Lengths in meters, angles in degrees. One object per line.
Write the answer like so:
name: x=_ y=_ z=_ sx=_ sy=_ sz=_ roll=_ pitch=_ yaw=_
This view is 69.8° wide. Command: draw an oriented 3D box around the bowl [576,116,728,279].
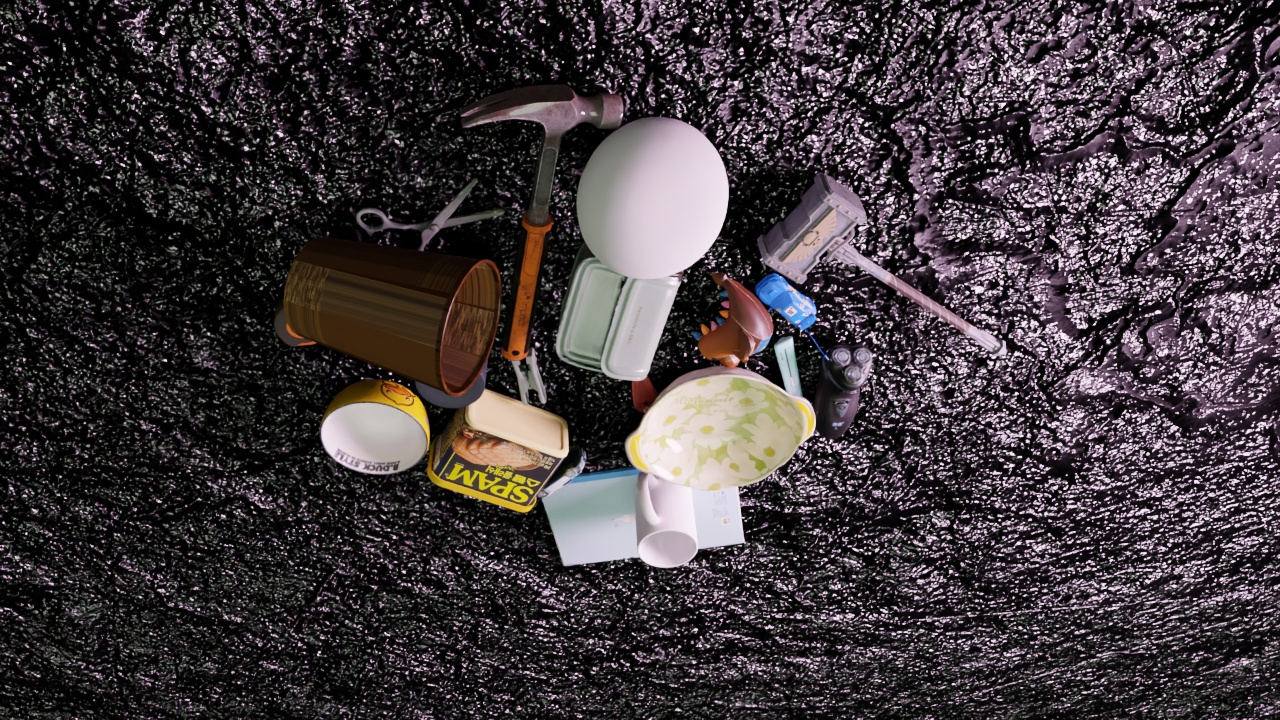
bowl: x=0.020 y=-0.141 z=0.828 sx=0.149 sy=0.043 sz=0.150 roll=-9 pitch=114 yaw=-20

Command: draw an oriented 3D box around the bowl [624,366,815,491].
bowl: x=0.089 y=0.069 z=1.066 sx=0.219 sy=0.060 sz=0.189 roll=-13 pitch=131 yaw=7

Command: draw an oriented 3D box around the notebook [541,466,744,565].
notebook: x=0.005 y=0.201 z=1.212 sx=0.253 sy=0.009 sz=0.181 roll=-8 pitch=131 yaw=3

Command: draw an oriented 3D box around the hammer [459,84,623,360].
hammer: x=-0.116 y=-0.119 z=0.891 sx=0.137 sy=0.035 sz=0.315 roll=-1 pitch=135 yaw=-18

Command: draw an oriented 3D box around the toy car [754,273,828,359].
toy car: x=0.163 y=-0.044 z=0.967 sx=0.092 sy=0.061 sz=0.033 roll=33 pitch=122 yaw=-29

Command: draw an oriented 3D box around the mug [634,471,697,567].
mug: x=0.023 y=0.186 z=1.132 sx=0.074 sy=0.090 sz=0.110 roll=-20 pitch=129 yaw=13

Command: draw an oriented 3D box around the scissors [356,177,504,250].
scissors: x=-0.207 y=-0.120 z=0.908 sx=0.141 sy=0.014 sz=0.158 roll=4 pitch=134 yaw=-7

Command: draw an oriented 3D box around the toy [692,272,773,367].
toy: x=0.090 y=-0.042 z=0.984 sx=0.090 sy=0.070 sz=0.103 roll=-28 pitch=104 yaw=39

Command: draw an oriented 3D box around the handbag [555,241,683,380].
handbag: x=-0.025 y=-0.051 z=0.920 sx=0.106 sy=0.067 sz=0.122 roll=16 pitch=113 yaw=-6

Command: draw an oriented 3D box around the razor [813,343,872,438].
razor: x=0.229 y=0.041 z=1.046 sx=0.053 sy=0.063 sz=0.141 roll=-1 pitch=131 yaw=-2

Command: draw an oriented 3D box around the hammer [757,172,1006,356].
hammer: x=0.276 y=-0.075 z=0.959 sx=0.322 sy=0.044 sz=0.099 roll=27 pitch=125 yaw=-25

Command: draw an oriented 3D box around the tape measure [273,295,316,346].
tape measure: x=-0.348 y=-0.045 z=0.952 sx=0.059 sy=0.038 sz=0.058 roll=-37 pitch=126 yaw=9

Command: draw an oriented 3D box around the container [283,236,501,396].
container: x=-0.236 y=-0.051 z=0.875 sx=0.167 sy=0.131 sz=0.132 roll=15 pitch=133 yaw=11

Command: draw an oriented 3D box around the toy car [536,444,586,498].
toy car: x=-0.098 y=0.137 z=1.129 sx=0.090 sy=0.038 sz=0.027 roll=-37 pitch=127 yaw=27

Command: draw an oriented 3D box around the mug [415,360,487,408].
mug: x=-0.211 y=-0.009 z=0.964 sx=0.105 sy=0.077 sz=0.071 roll=29 pitch=124 yaw=-27

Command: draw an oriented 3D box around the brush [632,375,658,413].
brush: x=-0.006 y=0.006 z=1.023 sx=0.041 sy=0.030 sz=0.172 roll=-11 pitch=132 yaw=6

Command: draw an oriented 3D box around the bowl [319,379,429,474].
bowl: x=-0.295 y=0.066 z=1.032 sx=0.117 sy=0.067 sz=0.117 roll=-2 pitch=132 yaw=-2

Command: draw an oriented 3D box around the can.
can: x=-0.164 y=0.103 z=1.072 sx=0.135 sy=0.075 sz=0.105 roll=22 pitch=124 yaw=-22

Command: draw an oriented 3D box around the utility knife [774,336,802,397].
utility knife: x=0.179 y=0.031 z=1.071 sx=0.022 sy=0.015 sz=0.166 roll=-14 pitch=134 yaw=7

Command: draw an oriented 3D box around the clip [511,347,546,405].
clip: x=-0.126 y=0.020 z=1.033 sx=0.042 sy=0.023 sz=0.076 roll=-6 pitch=130 yaw=5
